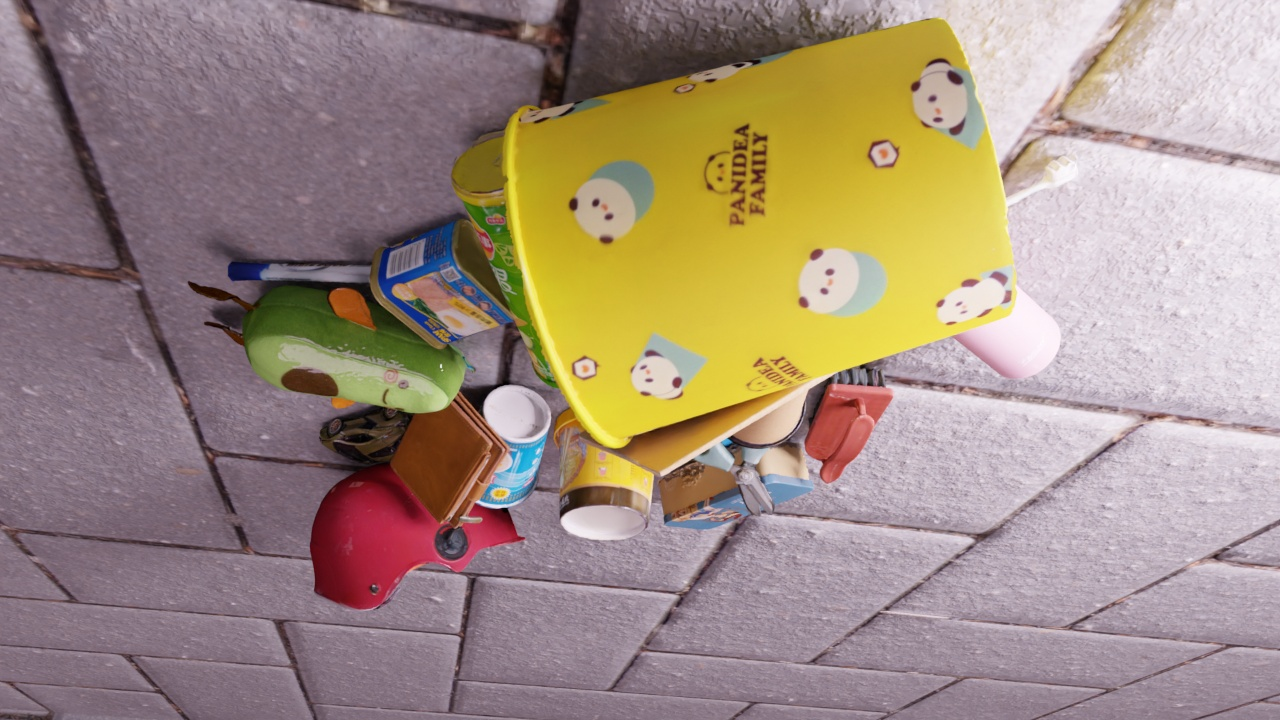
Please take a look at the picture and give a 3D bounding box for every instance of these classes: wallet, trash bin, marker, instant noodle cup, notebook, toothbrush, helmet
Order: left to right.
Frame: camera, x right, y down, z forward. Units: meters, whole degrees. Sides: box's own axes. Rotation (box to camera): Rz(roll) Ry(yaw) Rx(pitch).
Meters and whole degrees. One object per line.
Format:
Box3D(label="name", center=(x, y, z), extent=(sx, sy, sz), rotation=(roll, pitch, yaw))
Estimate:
Box3D(label="marker", center=(-0.275, -0.074, 0.779), extent=(0.146, 0.016, 0.017), rotation=(1, 147, 1))
Box3D(label="helmet", center=(-0.264, 0.182, 1.052), extent=(0.239, 0.144, 0.207), rotation=(-16, 179, -26))
Box3D(label="wallet", center=(-0.191, 0.100, 0.919), extent=(0.119, 0.035, 0.131), rotation=(43, 124, 12))
Box3D(label="instant noodle cup", center=(-0.140, 0.084, 0.955), extent=(0.099, 0.099, 0.110), rotation=(11, 138, -14))
Box3D(label="instant noodle cup", center=(-0.036, 0.122, 0.979), extent=(0.118, 0.114, 0.119), rotation=(1, 147, 0))
Box3D(label="notebook", center=(0.068, 0.018, 0.660), extent=(0.207, 0.008, 0.148), rotation=(-29, -165, -19))
Box3D(label="trash bin", center=(0.077, -0.084, 0.575), extent=(0.256, 0.229, 0.230), rotation=(-14, 144, 13))
Box3D(label="toothbrush", center=(0.231, -0.101, 0.655), extent=(0.180, 0.016, 0.016), rotation=(-27, 134, 0))

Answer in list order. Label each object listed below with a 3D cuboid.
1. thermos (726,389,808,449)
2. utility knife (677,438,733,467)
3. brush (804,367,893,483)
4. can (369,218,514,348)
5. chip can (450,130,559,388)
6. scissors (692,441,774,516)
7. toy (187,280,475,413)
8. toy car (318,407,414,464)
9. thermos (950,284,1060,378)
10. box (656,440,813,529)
Box3D(label="thermos", center=(0.112, 0.021, 0.818), extent=(0.093, 0.093, 0.143), rotation=(3, 159, -2))
Box3D(label="utility knife", center=(0.096, 0.081, 0.996), extent=(0.034, 0.018, 0.219), rotation=(7, 150, -37))
Box3D(label="brush", center=(0.204, 0.070, 0.928), extent=(0.063, 0.069, 0.146), rotation=(5, 147, -3))
Box3D(label="can", center=(-0.156, -0.062, 0.756), extent=(0.083, 0.057, 0.102), rotation=(-17, 143, 22))
Box3D(label="chip can", center=(-0.076, -0.066, 0.707), extent=(0.073, 0.072, 0.221), rotation=(-5, 139, 11))
Box3D(label="scissors", center=(0.085, 0.095, 0.946), extent=(0.144, 0.019, 0.180), rotation=(-6, 115, 21))
Box3D(label="toy", center=(-0.269, -0.010, 0.812), extent=(0.246, 0.089, 0.227), rotation=(14, 155, -11))
Box3D(label="toy car", center=(-0.284, 0.085, 1.003), extent=(0.158, 0.042, 0.070), rotation=(-15, 143, 29))
Box3D(label="thermos", center=(0.269, -0.060, 0.740), extent=(0.198, 0.067, 0.087), rotation=(31, 105, -34))
Box3D(label="box", center=(0.108, 0.139, 1.035), extent=(0.089, 0.061, 0.185), rotation=(13, 150, -41))
